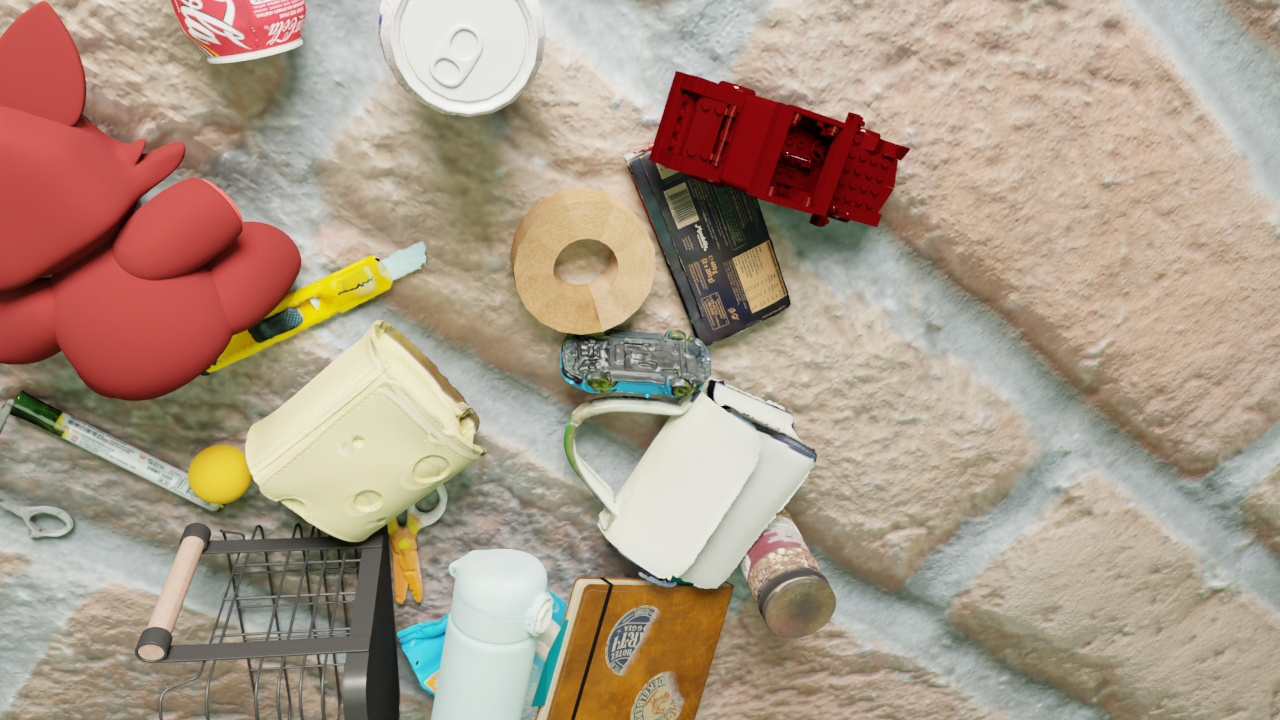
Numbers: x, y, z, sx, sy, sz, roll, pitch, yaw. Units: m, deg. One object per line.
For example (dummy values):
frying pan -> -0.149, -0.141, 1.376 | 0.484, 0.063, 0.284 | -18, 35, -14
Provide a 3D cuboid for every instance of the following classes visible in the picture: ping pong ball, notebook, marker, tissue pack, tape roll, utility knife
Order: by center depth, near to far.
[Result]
utility knife -> -0.217, -0.036, 0.594 | 0.175, 0.017, 0.030 | -27, 129, -1
tape roll -> -0.038, -0.065, 0.609 | 0.094, 0.027, 0.094 | -5, 119, -10
marker -> -0.346, 0.064, 0.614 | 0.146, 0.017, 0.017 | 36, 105, -26
ping pong ball -> -0.284, 0.077, 0.622 | 0.040, 0.040, 0.040 | -5, 119, -10
notebook -> -0.019, 0.277, 0.724 | 0.178, 0.014, 0.249 | 13, 95, -40
tissue pack -> -0.089, 0.254, 0.750 | 0.117, 0.066, 0.209 | -37, 118, 6

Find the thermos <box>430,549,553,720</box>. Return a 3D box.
thermos -> -0.113, 0.234, 0.663 | 0.078, 0.065, 0.207 | 21, 109, 25

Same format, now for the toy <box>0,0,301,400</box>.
toy -> -0.302, -0.068, 0.496 | 0.158, 0.120, 0.197 | -28, 130, 5

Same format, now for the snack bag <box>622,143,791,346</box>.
snack bag -> 0.050, -0.085, 0.625 | 0.074, 0.018, 0.155 | -24, 121, -1

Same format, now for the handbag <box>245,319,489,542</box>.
handbag -> -0.177, 0.051, 0.609 | 0.119, 0.081, 0.111 | -38, 122, 5

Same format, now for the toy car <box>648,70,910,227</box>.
toy car -> 0.097, -0.128, 0.575 | 0.169, 0.062, 0.070 | 10, 108, -26

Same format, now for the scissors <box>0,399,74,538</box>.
scissors -> -0.447, 0.084, 0.596 | 0.172, 0.014, 0.141 | -30, 129, 9

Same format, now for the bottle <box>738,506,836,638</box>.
bottle -> 0.107, 0.160, 0.719 | 0.056, 0.105, 0.056 | -5, 118, -10

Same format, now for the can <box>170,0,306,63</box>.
can -> -0.214, -0.212, 0.469 | 0.064, 0.064, 0.105 | -12, 120, -6

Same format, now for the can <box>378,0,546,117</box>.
can -> -0.093, -0.176, 0.474 | 0.078, 0.136, 0.078 | -6, 119, -10

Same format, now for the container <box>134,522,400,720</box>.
container -> -0.245, 0.240, 0.642 | 0.130, 0.162, 0.242 | -1, 120, -10

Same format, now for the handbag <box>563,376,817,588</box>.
handbag -> 0.023, 0.084, 0.677 | 0.176, 0.074, 0.151 | 27, 109, -23

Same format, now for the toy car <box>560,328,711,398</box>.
toy car -> -0.004, 0.004, 0.642 | 0.105, 0.048, 0.032 | 2, 146, -9

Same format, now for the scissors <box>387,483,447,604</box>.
scissors -> -0.172, 0.136, 0.697 | 0.073, 0.012, 0.131 | -9, 119, -7
